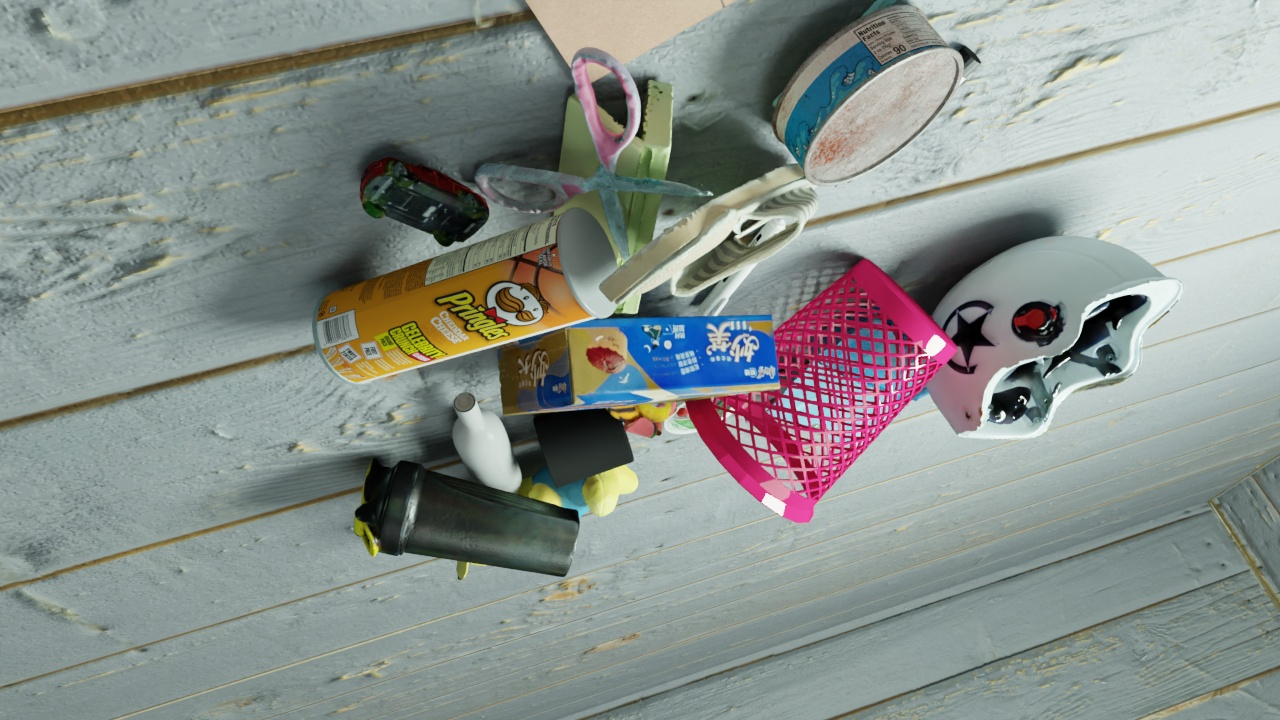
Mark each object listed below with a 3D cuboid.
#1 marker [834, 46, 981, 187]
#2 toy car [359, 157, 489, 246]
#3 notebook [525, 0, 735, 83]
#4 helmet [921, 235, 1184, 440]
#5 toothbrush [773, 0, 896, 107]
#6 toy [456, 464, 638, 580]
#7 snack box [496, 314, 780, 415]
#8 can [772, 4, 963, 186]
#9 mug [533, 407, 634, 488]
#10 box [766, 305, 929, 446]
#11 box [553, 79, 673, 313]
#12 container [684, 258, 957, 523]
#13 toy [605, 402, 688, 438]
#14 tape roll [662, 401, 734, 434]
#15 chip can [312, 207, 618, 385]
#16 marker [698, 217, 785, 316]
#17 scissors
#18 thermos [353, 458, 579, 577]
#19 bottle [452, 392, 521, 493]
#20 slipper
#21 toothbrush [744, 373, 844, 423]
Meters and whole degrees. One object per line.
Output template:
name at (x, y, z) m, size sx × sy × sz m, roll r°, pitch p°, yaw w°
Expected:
marker at (0.207, -0.188, 0.731) m, size 0.019 × 0.019 × 0.146 m, roll 6°, pitch 142°, yaw -40°
toy car at (-0.145, -0.109, 0.620) m, size 0.042 × 0.036 × 0.091 m, roll -38°, pitch 148°, yaw 30°
notebook at (0.029, -0.250, 0.517) m, size 0.209 × 0.008 × 0.141 m, roll -26°, pitch 151°, yaw 11°
helmet at (0.420, -0.039, 0.985) m, size 0.236 × 0.163 × 0.265 m, roll 4°, pitch 137°, yaw -45°
toothbrush at (0.158, -0.233, 0.626) m, size 0.016 × 0.016 × 0.181 m, roll 6°, pitch 141°, yaw -45°
toy at (-0.117, 0.168, 1.062) m, size 0.214 × 0.084 × 0.149 m, roll -25°, pitch 177°, yaw 8°
snack box at (-0.005, 0.005, 0.817) m, size 0.202 × 0.069 × 0.155 m, roll -3°, pitch 176°, yaw -30°
can at (0.161, -0.185, 0.653) m, size 0.130 × 0.044 × 0.130 m, roll -26°, pitch 159°, yaw -11°
mug at (-0.060, 0.085, 0.990) m, size 0.088 × 0.078 × 0.113 m, roll -19°, pitch 179°, yaw -4°
box at (0.267, 0.024, 1.096) m, size 0.177 × 0.047 × 0.231 m, roll -43°, pitch 140°, yaw 22°
box at (-0.014, -0.109, 0.672) m, size 0.090 × 0.077 × 0.188 m, roll -10°, pitch 149°, yaw -18°
container at (0.189, 0.021, 0.927) m, size 0.226 × 0.183 × 0.183 m, roll -46°, pitch 145°, yaw 18°
toy at (-0.003, 0.039, 0.932) m, size 0.103 × 0.084 × 0.046 m, roll 17°, pitch 142°, yaw -32°
tape roll at (0.068, 0.055, 1.071) m, size 0.093 × 0.018 × 0.094 m, roll -15°, pitch 151°, yaw -9°
chip can at (-0.126, -0.041, 0.649) m, size 0.215 × 0.075 × 0.075 m, roll -14°, pitch 157°, yaw 25°
marker at (0.093, -0.083, 0.840) m, size 0.017 × 0.020 × 0.134 m, roll -5°, pitch 148°, yaw -35°
scissors at (-0.038, -0.128, 0.596) m, size 0.173 × 0.013 × 0.171 m, roll 8°, pitch 145°, yaw 19°
thermos at (-0.176, 0.166, 0.937) m, size 0.220 × 0.098 × 0.098 m, roll 15°, pitch 143°, yaw -10°
bottle at (-0.161, 0.086, 0.937) m, size 0.052 × 0.052 × 0.195 m, roll -17°, pitch 152°, yaw -7°
slipper at (0.061, -0.087, 0.656) m, size 0.115 × 0.054 × 0.271 m, roll -27°, pitch -177°, yaw 35°
toothbrush at (0.216, 0.039, 1.139) m, size 0.190 × 0.016 × 0.016 m, roll -20°, pitch 151°, yaw -1°
